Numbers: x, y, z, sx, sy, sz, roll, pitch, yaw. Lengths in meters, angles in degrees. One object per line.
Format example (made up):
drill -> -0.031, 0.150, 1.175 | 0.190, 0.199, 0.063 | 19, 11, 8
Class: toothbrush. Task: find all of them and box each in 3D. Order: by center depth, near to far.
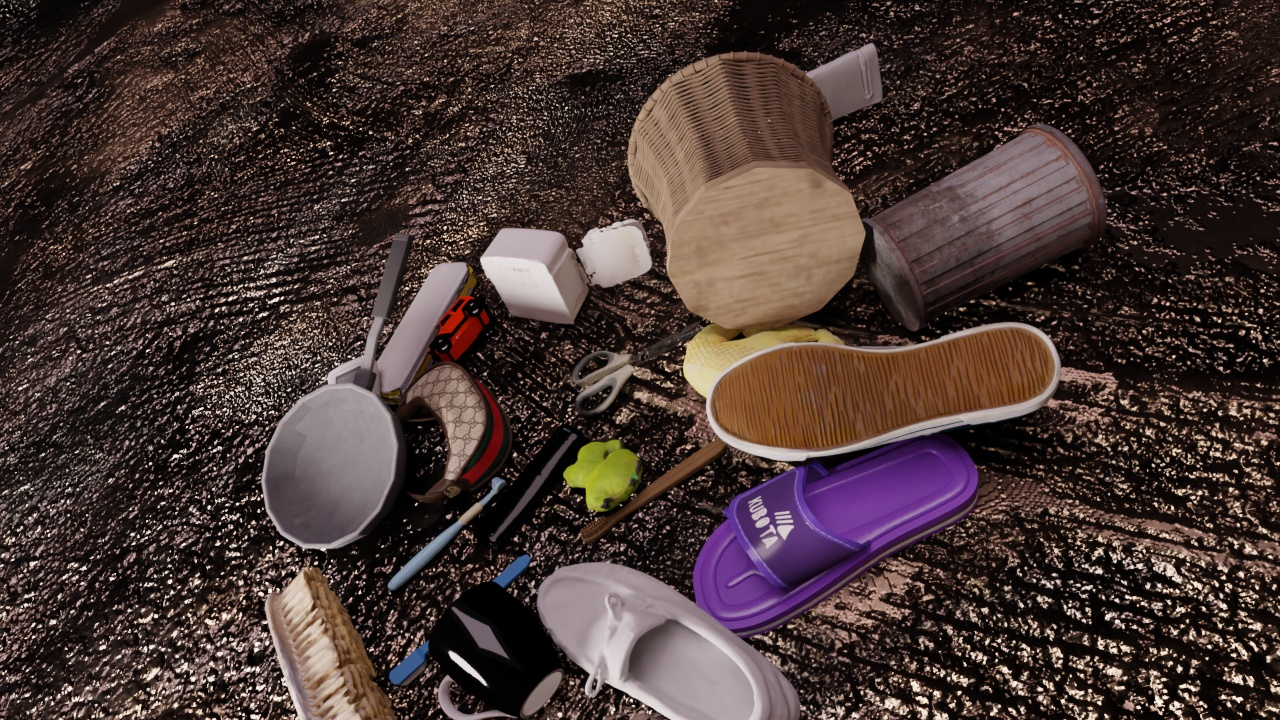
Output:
toothbrush -> -0.167, 0.245, 0.868 | 0.166, 0.014, 0.016 | -40, 49, -18
toothbrush -> 0.013, 0.126, 0.889 | 0.166, 0.016, 0.016 | -33, 48, -7
toothbrush -> -0.196, 0.175, 0.932 | 0.154, 0.016, 0.022 | -44, 18, -17

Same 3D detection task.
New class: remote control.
remote control -> -0.112, 0.126, 0.936 | 0.041, 0.020, 0.151 | 24, 65, 37
remote control -> -0.324, 0.063, 1.049 | 0.060, 0.025, 0.138 | -22, 62, 16

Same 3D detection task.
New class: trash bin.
trash bin -> 0.334, -0.131, 0.895 | 0.211, 0.131, 0.130 | -28, 47, 1

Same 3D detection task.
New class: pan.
pan -> -0.303, 0.030, 1.005 | 0.179, 0.041, 0.356 | 8, 78, 25

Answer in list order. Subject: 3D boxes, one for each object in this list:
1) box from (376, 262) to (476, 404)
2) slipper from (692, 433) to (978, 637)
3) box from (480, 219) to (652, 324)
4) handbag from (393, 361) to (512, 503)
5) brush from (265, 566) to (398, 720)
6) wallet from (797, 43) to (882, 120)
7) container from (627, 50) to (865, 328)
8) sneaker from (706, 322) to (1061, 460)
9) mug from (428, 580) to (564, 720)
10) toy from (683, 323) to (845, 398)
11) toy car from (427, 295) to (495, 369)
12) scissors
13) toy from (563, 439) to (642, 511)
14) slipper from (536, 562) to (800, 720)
box -> -0.267, -0.036, 1.130 | 0.064, 0.033, 0.208 | 3, 53, 29
slipper -> 0.157, 0.129, 0.779 | 0.266, 0.084, 0.107 | -26, 47, 0
box -> -0.083, -0.102, 1.057 | 0.191, 0.111, 0.083 | -5, 51, 16
handbag -> -0.219, 0.079, 0.997 | 0.138, 0.063, 0.166 | -41, 50, 0
brush -> -0.268, 0.295, 0.815 | 0.056, 0.083, 0.271 | -37, 47, -9
wallet -> 0.240, -0.340, 1.138 | 0.116, 0.086, 0.032 | -21, 52, 0
container -> 0.109, -0.165, 0.934 | 0.227, 0.227, 0.195 | -17, 42, 8
sneaker -> 0.209, 0.032, 0.821 | 0.295, 0.127, 0.120 | -8, 70, 13
mug -> -0.127, 0.268, 0.793 | 0.100, 0.084, 0.119 | 35, 100, 26
toy -> 0.122, 0.009, 0.912 | 0.171, 0.065, 0.154 | 10, 42, 23
toy car -> -0.215, -0.032, 1.090 | 0.049, 0.051, 0.100 | 20, 61, 31
scissors -> -0.010, -0.006, 0.980 | 0.170, 0.012, 0.132 | -51, 42, 2
toy -> -0.035, 0.111, 0.902 | 0.094, 0.036, 0.094 | -4, 38, 36
slipper -> 0.009, 0.239, 0.752 | 0.247, 0.075, 0.112 | 21, 66, 35
